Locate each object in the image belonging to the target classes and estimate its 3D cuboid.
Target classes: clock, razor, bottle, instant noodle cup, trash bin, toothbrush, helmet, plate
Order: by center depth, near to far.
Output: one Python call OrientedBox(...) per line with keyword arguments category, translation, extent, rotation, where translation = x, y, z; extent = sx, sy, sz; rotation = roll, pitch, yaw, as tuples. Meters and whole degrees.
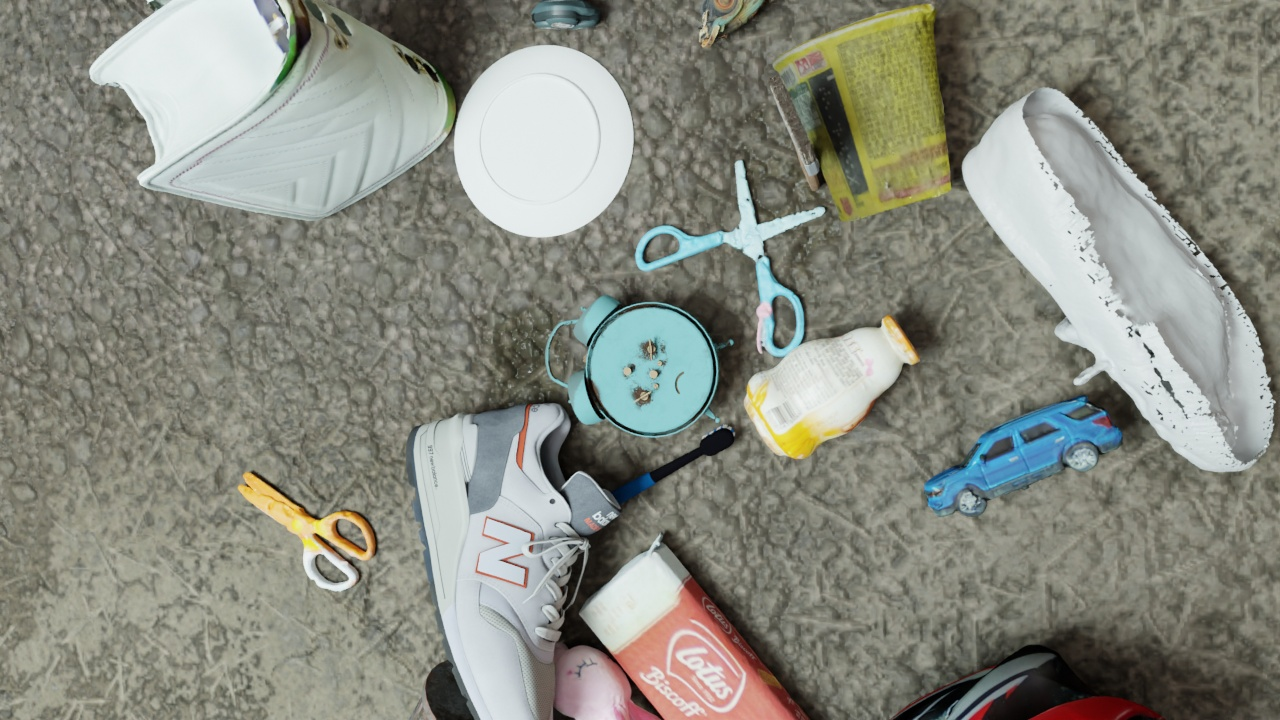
OrientedBox(category="helmet", translation=(0.184, 0.280, 0.505), extent=(0.271, 0.218, 0.167), rotation=(-34, 57, -20))
OrientedBox(category="instant noodle cup", translation=(0.143, -0.147, 0.558), extent=(0.102, 0.102, 0.108), rotation=(-15, 98, 14))
OrientedBox(category="bottle", translation=(0.122, 0.015, 0.584), extent=(0.109, 0.063, 0.063), rotation=(-34, 85, 14))
OrientedBox(category="clock", translation=(-0.004, 0.003, 0.620), extent=(0.124, 0.053, 0.090), rotation=(11, 95, 13))
OrientedBox(category="razor", translation=(-0.076, -0.286, 0.628), extent=(0.052, 0.047, 0.143), rotation=(-33, 82, 38))
OrientedBox(category="trash bin", translation=(-0.139, 0.332, 0.636), extent=(0.131, 0.130, 0.211), rotation=(30, 98, 11))
OrientedBox(category="toothbrush", translation=(-0.006, 0.090, 0.645), extent=(0.168, 0.014, 0.014), rotation=(-31, 97, 17))
OrientedBox(category="plate", translation=(-0.071, -0.155, 0.649), extent=(0.135, 0.011, 0.134), rotation=(1, 94, 14))

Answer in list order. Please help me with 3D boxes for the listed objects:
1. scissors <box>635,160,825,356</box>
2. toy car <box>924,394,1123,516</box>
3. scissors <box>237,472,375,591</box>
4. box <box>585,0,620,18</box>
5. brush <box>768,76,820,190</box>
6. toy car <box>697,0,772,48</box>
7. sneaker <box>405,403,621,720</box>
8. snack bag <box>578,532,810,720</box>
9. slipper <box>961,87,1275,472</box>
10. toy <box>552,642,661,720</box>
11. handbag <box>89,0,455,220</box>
OrientedBox(category="scissors", translation=(0.062, -0.066, 0.623), extent=(0.135, 0.015, 0.135), rotation=(-9, 85, 12))
OrientedBox(category="toy car", translation=(0.232, 0.060, 0.567), extent=(0.120, 0.056, 0.043), rotation=(-28, 80, 11))
OrientedBox(category="scissors", translation=(-0.267, 0.131, 0.716), extent=(0.130, 0.013, 0.070), rotation=(27, 99, 10))
OrientedBox(category="box", translation=(-0.052, -0.380, 0.707), extent=(0.169, 0.403, 0.171), rotation=(-38, 69, 18))
OrientedBox(category="brush", translation=(0.097, -0.121, 0.541), extent=(0.008, 0.143, 0.045), rotation=(-24, 79, 13))
OrientedBox(category="toy car", translation=(0.069, -0.255, 0.591), extent=(0.047, 0.047, 0.112), rotation=(10, 102, -10))
OrientedBox(category="sneaker", translation=(-0.070, 0.125, 0.607), extent=(0.124, 0.089, 0.239), rotation=(-26, 66, 5))
OrientedBox(category="snack bag", translation=(0.056, 0.232, 0.627), extent=(0.077, 0.041, 0.225), rotation=(-42, 85, 15))
OrientedBox(category="slipper", translation=(0.278, -0.040, 0.538), extent=(0.112, 0.075, 0.247), rotation=(-35, 86, -18))
OrientedBox(category="toy", translation=(-0.027, 0.233, 0.632), extent=(0.110, 0.063, 0.047), rotation=(42, 102, 21))
OrientedBox(category="handbag", translation=(-0.222, -0.169, 0.591), extent=(0.142, 0.198, 0.096), rotation=(-28, 85, 13))
